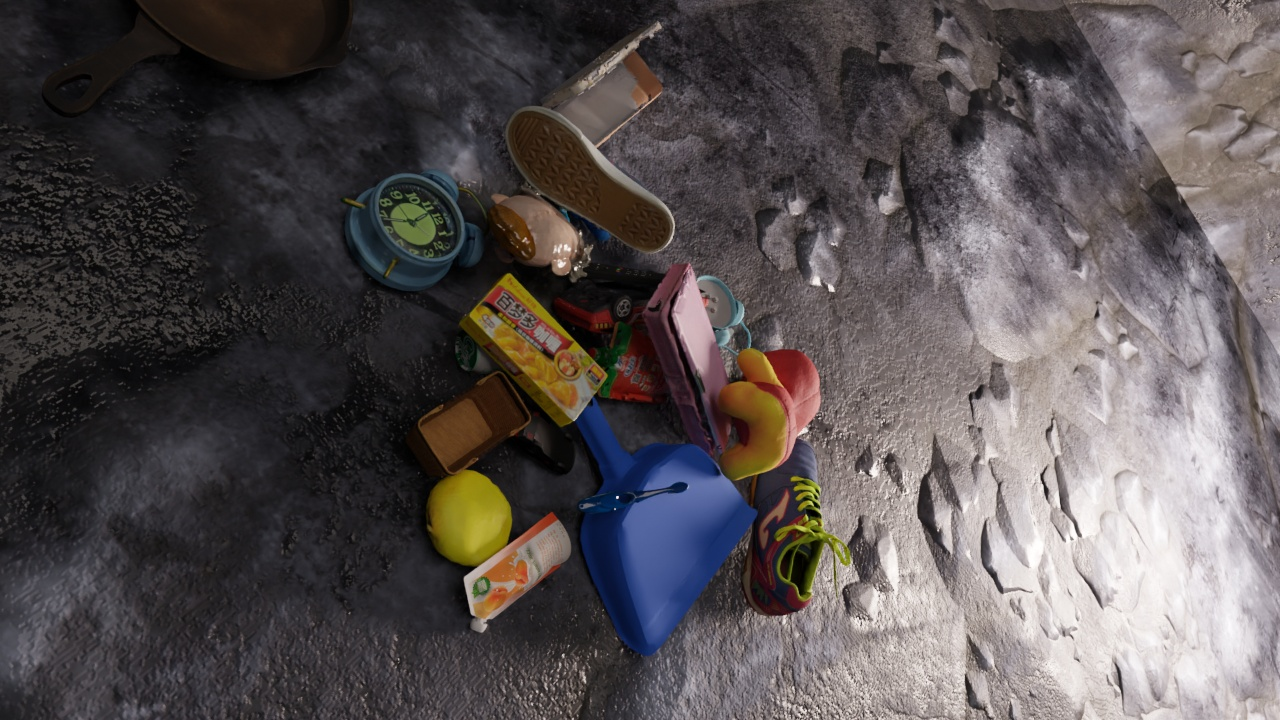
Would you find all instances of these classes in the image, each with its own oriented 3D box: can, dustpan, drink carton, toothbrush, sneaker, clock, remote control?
[{"bbox_3d":[-0.141,-0.016,0.970,0.101,0.053,0.053,-8,77,-41],"label":"can"},{"bbox_3d":[0.003,0.140,1.009,0.244,0.060,0.258,-43,114,-41],"label":"dustpan"},{"bbox_3d":[-0.123,0.207,0.897,0.122,0.039,0.069,-32,126,-43],"label":"drink carton"},{"bbox_3d":[-0.008,0.142,0.951,0.132,0.016,0.021,-6,72,-30],"label":"toothbrush"},{"bbox_3d":[-0.060,-0.215,1.103,0.235,0.087,0.079,37,17,-9],"label":"sneaker"},{"bbox_3d":[0.197,0.197,1.126,0.116,0.091,0.241,31,54,-22],"label":"sneaker"},{"bbox_3d":[-0.226,-0.139,0.950,0.161,0.060,0.118,-31,91,-46],"label":"clock"},{"bbox_3d":[0.101,-0.057,1.189,0.123,0.042,0.087,45,50,-13],"label":"clock"},{"bbox_3d":[-0.030,-0.102,1.072,0.125,0.010,0.039,8,20,1],"label":"remote control"}]

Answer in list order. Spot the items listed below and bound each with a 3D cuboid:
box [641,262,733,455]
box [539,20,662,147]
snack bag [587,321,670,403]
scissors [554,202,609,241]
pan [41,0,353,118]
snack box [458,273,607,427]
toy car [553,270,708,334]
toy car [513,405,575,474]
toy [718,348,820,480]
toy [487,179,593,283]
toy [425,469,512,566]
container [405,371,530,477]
[{"bbox_3d":[0.067,0.003,1.061,0.097,0.046,0.233,-58,141,-38],"label":"box"},{"bbox_3d":[-0.040,-0.340,1.175,0.215,0.095,0.108,-50,129,-40],"label":"box"},{"bbox_3d":[-0.006,0.006,1.047,0.155,0.044,0.087,14,93,-52],"label":"snack bag"},{"bbox_3d":[-0.085,-0.188,1.118,0.103,0.015,0.133,-16,78,-38],"label":"scissors"},{"bbox_3d":[-0.430,-0.332,0.877,0.248,0.043,0.354,42,51,-18],"label":"pan"},{"bbox_3d":[-0.108,-0.011,0.938,0.152,0.025,0.075,47,49,-13],"label":"snack box"},{"bbox_3d":[-0.007,-0.069,1.084,0.189,0.082,0.056,-13,120,-40],"label":"toy car"},{"bbox_3d":[-0.102,0.087,0.969,0.092,0.036,0.042,50,42,-43],"label":"toy car"},{"bbox_3d":[0.158,0.058,1.117,0.215,0.099,0.148,-36,134,-62],"label":"toy"},{"bbox_3d":[-0.121,-0.134,0.994,0.132,0.076,0.175,43,14,8],"label":"toy"},{"bbox_3d":[-0.165,0.152,0.889,0.094,0.041,0.095,-2,72,-45],"label":"toy"},{"bbox_3d":[-0.174,0.067,0.903,0.113,0.061,0.063,-36,95,-42],"label":"container"}]
